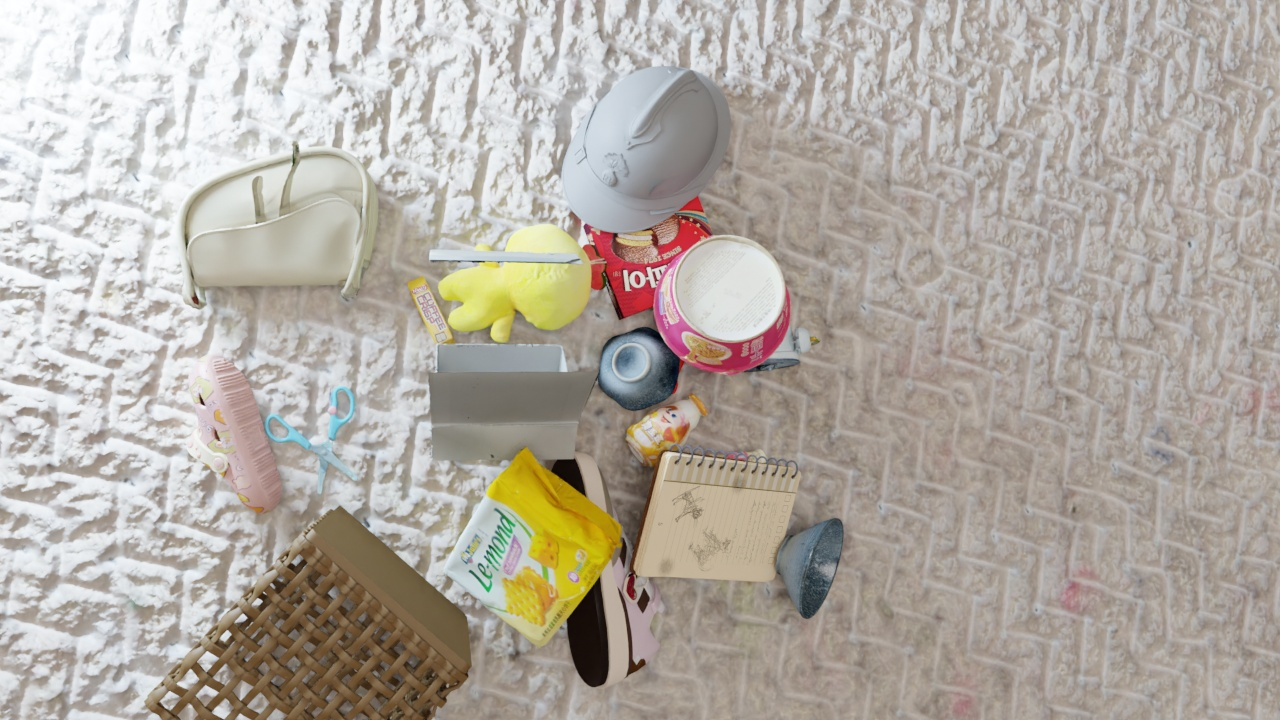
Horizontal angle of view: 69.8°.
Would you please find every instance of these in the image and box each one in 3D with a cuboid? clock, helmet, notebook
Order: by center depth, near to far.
[{"bbox_3d":[0.013,-0.294,1.155,0.183,0.118,0.270,37,74,6],"label":"helmet"},{"bbox_3d":[0.101,0.197,1.159,0.225,0.024,0.167,11,95,-34],"label":"notebook"},{"bbox_3d":[0.180,-0.015,1.213,0.117,0.083,0.057,-6,82,-11],"label":"clock"}]

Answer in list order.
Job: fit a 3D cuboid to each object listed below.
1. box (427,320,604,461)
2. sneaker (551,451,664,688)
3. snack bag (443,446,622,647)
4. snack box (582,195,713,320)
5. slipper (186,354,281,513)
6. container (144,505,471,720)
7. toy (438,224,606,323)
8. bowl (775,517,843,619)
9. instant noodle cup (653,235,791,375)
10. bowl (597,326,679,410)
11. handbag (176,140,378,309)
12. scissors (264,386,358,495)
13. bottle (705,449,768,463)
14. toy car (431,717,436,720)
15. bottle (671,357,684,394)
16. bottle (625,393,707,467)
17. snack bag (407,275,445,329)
[{"bbox_3d":[-0.149,0.022,1.011,0.167,0.331,0.164,0,75,-12],"label":"box"},{"bbox_3d":[-0.033,0.253,1.155,0.116,0.112,0.293,-9,87,-34],"label":"sneaker"},{"bbox_3d":[-0.123,0.221,1.071,0.159,0.248,0.068,39,39,6],"label":"snack bag"},{"bbox_3d":[0.021,-0.143,1.209,0.152,0.036,0.132,-21,92,-12],"label":"snack box"},{"bbox_3d":[-0.488,0.093,1.070,0.081,0.093,0.197,-21,92,-1],"label":"slipper"},{"bbox_3d":[-0.339,0.320,1.001,0.219,0.252,0.214,43,80,-7],"label":"container"},{"bbox_3d":[-0.146,-0.096,1.149,0.208,0.092,0.134,-17,92,7],"label":"toy"},{"bbox_3d":[0.215,0.264,1.208,0.057,0.137,0.137,16,82,30],"label":"bowl"},{"bbox_3d":[0.107,-0.079,1.143,0.178,0.078,0.178,0,76,-2],"label":"instant noodle cup"},{"bbox_3d":[-0.007,0.007,1.167,0.110,0.055,0.110,-2,79,12],"label":"bowl"},{"bbox_3d":[-0.428,-0.157,1.078,0.229,0.132,0.184,-4,93,-10],"label":"handbag"},{"bbox_3d":[-0.402,0.095,1.123,0.129,0.015,0.135,8,80,-10],"label":"scissors"},{"bbox_3d":[0.114,0.141,1.211,0.109,0.044,0.044,-4,88,-13],"label":"bottle"},{"bbox_3d":[-0.236,0.481,1.126,0.113,0.039,0.038,47,58,-7],"label":"toy car"},{"bbox_3d":[0.045,-0.016,1.208,0.036,0.036,0.119,18,83,-10],"label":"bottle"},{"bbox_3d":[0.035,0.088,1.187,0.108,0.063,0.063,-37,95,-11],"label":"bottle"},{"bbox_3d":[-0.263,-0.058,1.155,0.026,0.020,0.099,-25,93,-13],"label":"snack bag"}]
